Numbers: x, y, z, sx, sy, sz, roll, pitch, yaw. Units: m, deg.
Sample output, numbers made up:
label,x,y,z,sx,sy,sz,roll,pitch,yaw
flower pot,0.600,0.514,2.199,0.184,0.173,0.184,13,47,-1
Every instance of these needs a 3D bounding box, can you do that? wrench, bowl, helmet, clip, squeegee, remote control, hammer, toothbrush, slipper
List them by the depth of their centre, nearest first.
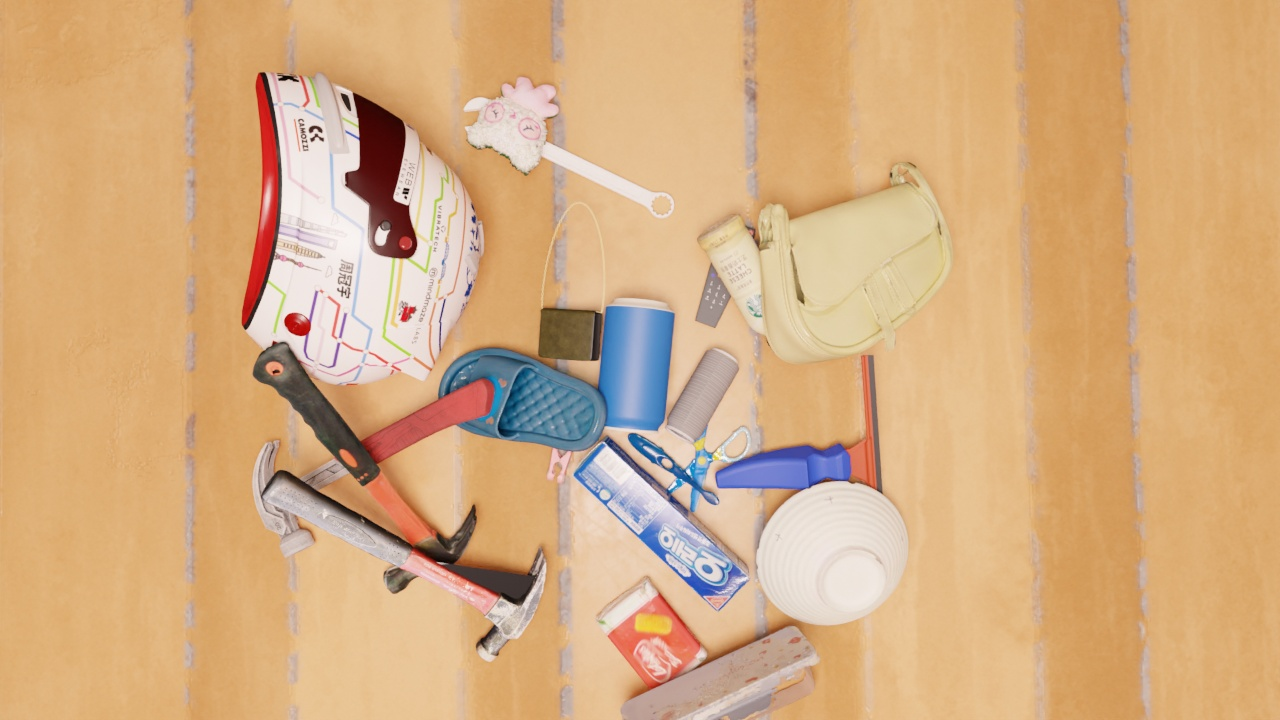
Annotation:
label,x,y,z,sx,sy,sz,roll,pitch,yaw
helmet,-0.285,-0.129,0.964,0.235,0.231,0.315,3,103,-27
hammer,-0.294,0.114,0.971,0.133,0.033,0.333,-28,123,3
hammer,-0.247,0.204,0.988,0.326,0.036,0.140,36,96,-23
bowl,0.222,0.227,1.006,0.177,0.071,0.177,-2,104,-6
slipper,-0.136,0.042,1.024,0.214,0.059,0.103,11,87,23
hammer,-0.300,0.099,1.026,0.316,0.036,0.126,-28,86,13
squeegee,0.177,0.122,1.041,0.185,0.055,0.249,-8,105,-1
toothbrush,0.038,0.124,1.055,0.132,0.016,0.021,36,95,15
clip,-0.088,0.115,1.063,0.037,0.022,0.058,15,94,-2
remote control,0.097,-0.100,1.070,0.039,0.010,0.124,21,89,1
wrench,-0.085,-0.235,1.077,0.273,0.009,0.047,26,89,1

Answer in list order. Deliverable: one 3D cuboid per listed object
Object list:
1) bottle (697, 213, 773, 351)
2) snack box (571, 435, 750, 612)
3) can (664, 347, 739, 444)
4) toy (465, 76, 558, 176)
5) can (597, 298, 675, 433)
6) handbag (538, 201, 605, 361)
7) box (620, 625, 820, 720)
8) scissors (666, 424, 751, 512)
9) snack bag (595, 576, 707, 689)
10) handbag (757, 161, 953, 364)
label,x,y,z,sx,sy,sz,roll,pitch,yaw
bottle,0.128,-0.084,1.038,0.056,0.056,0.162,-33,101,0
snack box,0.023,0.182,1.036,0.226,0.059,0.059,42,95,1
can,0.070,0.040,1.042,0.044,0.044,0.106,31,79,1
toy,-0.141,-0.279,1.055,0.096,0.041,0.109,27,83,3
can,-0.006,0.006,1.034,0.079,0.079,0.146,6,88,1
handbag,-0.076,-0.090,1.049,0.084,0.027,0.178,5,93,27
box,0.091,0.373,0.994,0.216,0.096,0.105,-22,113,-7
scissors,0.081,0.120,1.065,0.105,0.019,0.132,11,89,6
snack bag,0.013,0.315,1.047,0.077,0.036,0.116,-39,88,-1
handbag,0.238,-0.104,1.001,0.232,0.089,0.191,-21,94,-18
